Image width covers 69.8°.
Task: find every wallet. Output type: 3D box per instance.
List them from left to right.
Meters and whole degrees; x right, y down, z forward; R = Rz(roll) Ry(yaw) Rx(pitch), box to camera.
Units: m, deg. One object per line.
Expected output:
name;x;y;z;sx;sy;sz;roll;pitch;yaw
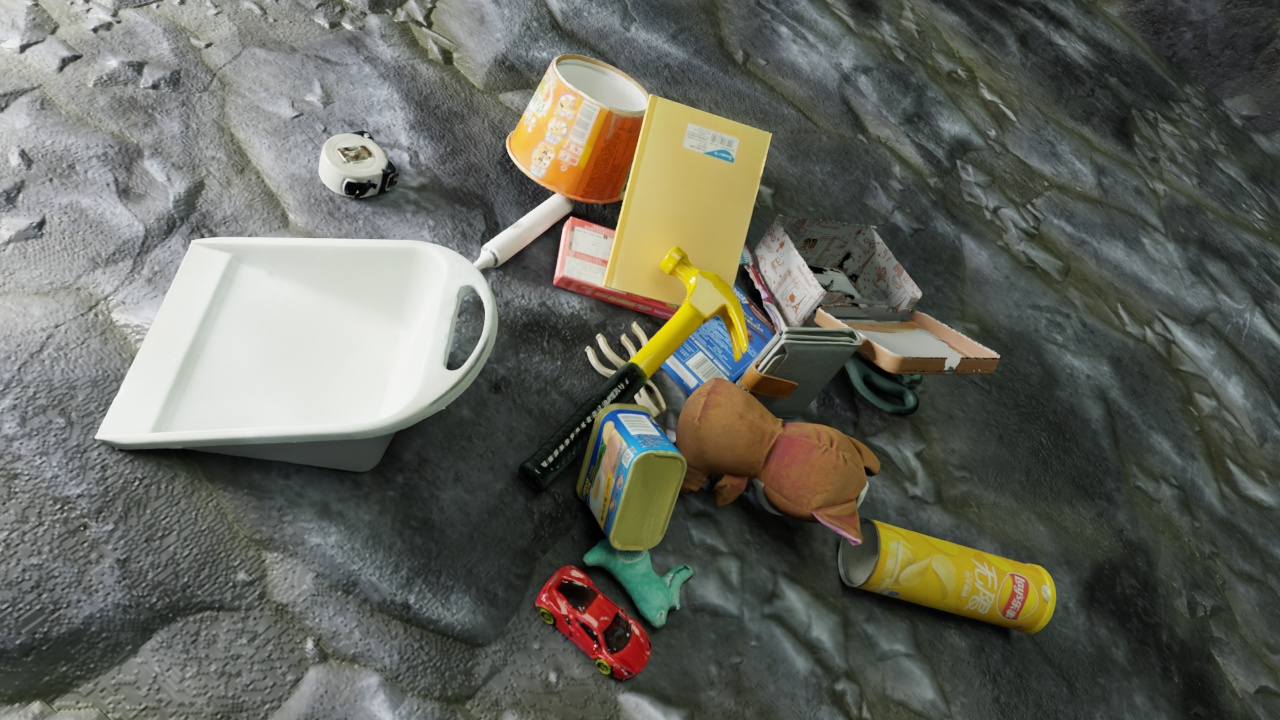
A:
wallet;0.153;0.017;0.943;0.106;0.130;0.037;0;52;-28

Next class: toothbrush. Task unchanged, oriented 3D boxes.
toothbrush;-0.140;-0.122;0.960;0.220;0.027;0.026;-46;120;-43
toothbrush;0.144;-0.060;1.040;0.017;0.016;0.187;-5;58;-26

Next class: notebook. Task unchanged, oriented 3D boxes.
notebook;0.052;-0.161;0.976;0.145;0.010;0.206;13;93;-18

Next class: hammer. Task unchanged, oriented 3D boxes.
hammer;-0.005;0.013;0.881;0.129;0.033;0.299;41;60;6

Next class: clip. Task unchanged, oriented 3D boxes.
clip;-0.004;0.003;0.934;0.101;0.035;0.096;37;48;-5

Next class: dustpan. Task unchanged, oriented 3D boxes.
dustpan;-0.259;-0.025;0.742;0.257;0.143;0.222;18;49;-18

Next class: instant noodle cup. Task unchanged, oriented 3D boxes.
instant noodle cup;-0.062;-0.265;1.035;0.151;0.112;0.151;19;37;-15

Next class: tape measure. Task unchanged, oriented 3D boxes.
tape measure;-0.290;-0.197;0.930;0.065;0.034;0.066;-28;71;-41

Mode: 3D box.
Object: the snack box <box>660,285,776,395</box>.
snack box;0.087;-0.018;1.004;0.084;0.026;0.156;46;47;9

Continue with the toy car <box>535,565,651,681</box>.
toy car;-0.035;0.216;0.755;0.106;0.031;0.049;42;48;3

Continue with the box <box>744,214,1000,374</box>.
box;0.259;-0.057;1.048;0.178;0.103;0.260;-1;47;-34

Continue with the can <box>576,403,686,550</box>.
can;-0.008;0.101;0.790;0.057;0.102;0.083;6;22;-26

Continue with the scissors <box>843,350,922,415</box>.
scissors;0.271;-0.013;1.109;0.185;0.019;0.129;44;47;6

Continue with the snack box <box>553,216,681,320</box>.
snack box;-0.015;-0.097;0.998;0.152;0.026;0.075;15;65;-18

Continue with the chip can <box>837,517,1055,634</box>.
chip can;0.306;0.216;0.917;0.213;0.072;0.071;17;49;-15

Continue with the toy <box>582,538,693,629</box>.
toy;0.004;0.187;0.801;0.096;0.030;0.092;-23;74;-47

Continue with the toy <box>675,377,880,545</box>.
toy;0.126;0.101;0.878;0.200;0.131;0.139;16;48;11
